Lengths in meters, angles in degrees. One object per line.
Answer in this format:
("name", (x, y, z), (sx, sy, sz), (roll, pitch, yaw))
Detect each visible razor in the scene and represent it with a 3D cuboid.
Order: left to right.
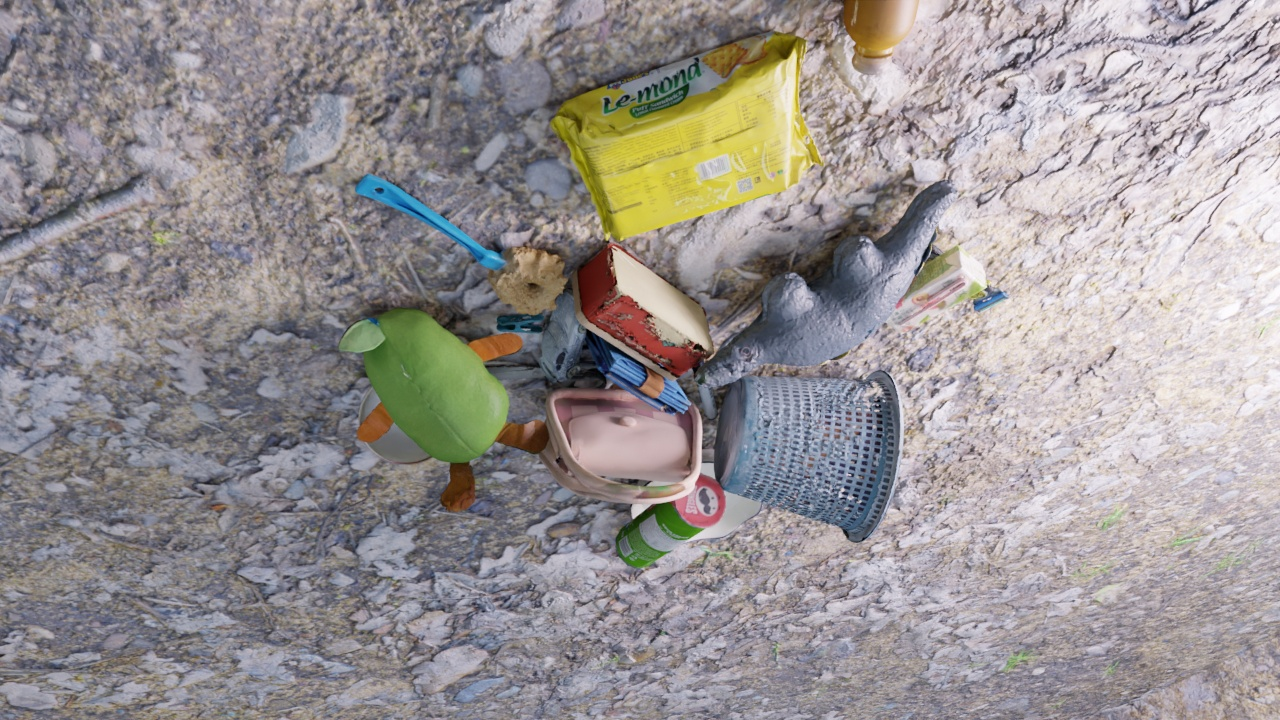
("razor", (0.388, -0.106, 1.117), (0.142, 0.022, 0.043), (30, 135, -28))

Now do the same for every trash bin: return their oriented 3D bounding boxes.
("trash bin", (0.204, 0.107, 1.186), (0.195, 0.226, 0.227), (11, 135, -5))

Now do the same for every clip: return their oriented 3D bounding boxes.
("clip", (-0.141, -0.043, 1.073), (0.056, 0.014, 0.041), (-1, 136, -14))

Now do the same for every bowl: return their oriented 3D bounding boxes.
("bowl", (-0.282, 0.065, 1.108), (0.113, 0.062, 0.113), (-2, 98, -18))

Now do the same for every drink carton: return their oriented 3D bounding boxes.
("drink carton", (0.345, -0.082, 1.097), (0.053, 0.045, 0.123), (32, 135, -29))

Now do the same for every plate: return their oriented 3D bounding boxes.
("plate", (0.083, 0.201, 1.363), (0.205, 0.045, 0.205), (-7, 137, -6))

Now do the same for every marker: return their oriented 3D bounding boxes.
("marker", (0.083, 0.035, 1.202), (0.022, 0.018, 0.131), (-49, 144, -26))

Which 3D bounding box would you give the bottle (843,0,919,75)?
("bottle", (0.212, -0.340, 0.790), (0.068, 0.068, 0.190), (-8, 138, -4))

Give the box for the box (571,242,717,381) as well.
("box", (0.010, -0.056, 1.036), (0.080, 0.091, 0.168), (-35, 133, 27))

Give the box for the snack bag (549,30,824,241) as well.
("snack bag", (0.052, -0.209, 0.897), (0.246, 0.068, 0.158), (-17, 138, 5))

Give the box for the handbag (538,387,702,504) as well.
("handbag", (-0.016, 0.112, 1.068), (0.193, 0.234, 0.093), (4, 107, -9))

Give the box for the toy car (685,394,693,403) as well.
("toy car", (0.044, 0.080, 1.231), (0.042, 0.035, 0.091), (2, 127, -15))

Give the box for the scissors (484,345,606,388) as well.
("scissors", (-0.125, 0.021, 1.140), (0.173, 0.014, 0.145), (-32, 124, 15))

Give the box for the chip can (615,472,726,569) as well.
("chip can", (0.034, 0.220, 1.234), (0.072, 0.072, 0.237), (6, 153, -19))

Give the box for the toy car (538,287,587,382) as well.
("toy car", (-0.089, -0.028, 1.065), (0.036, 0.054, 0.121), (-11, 139, -34))

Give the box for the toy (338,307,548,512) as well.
("toy", (-0.225, 0.040, 1.042), (0.227, 0.090, 0.247), (-33, 104, 4))

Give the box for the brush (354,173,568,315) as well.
("brush", (-0.181, -0.123, 0.965), (0.254, 0.045, 0.083), (30, 128, -32))

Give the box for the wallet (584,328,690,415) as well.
("wallet", (-0.006, 0.006, 1.090), (0.133, 0.106, 0.040), (31, 109, -36))

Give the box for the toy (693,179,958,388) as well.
("toy", (0.219, -0.065, 1.056), (0.356, 0.091, 0.138), (-36, 142, 4))

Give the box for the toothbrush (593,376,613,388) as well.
("toothbrush", (-0.076, 0.061, 1.200), (0.016, 0.018, 0.192), (28, 123, -22))

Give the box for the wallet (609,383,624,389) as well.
("wallet", (-0.009, 0.075, 1.201), (0.101, 0.020, 0.115), (37, 119, -13))
